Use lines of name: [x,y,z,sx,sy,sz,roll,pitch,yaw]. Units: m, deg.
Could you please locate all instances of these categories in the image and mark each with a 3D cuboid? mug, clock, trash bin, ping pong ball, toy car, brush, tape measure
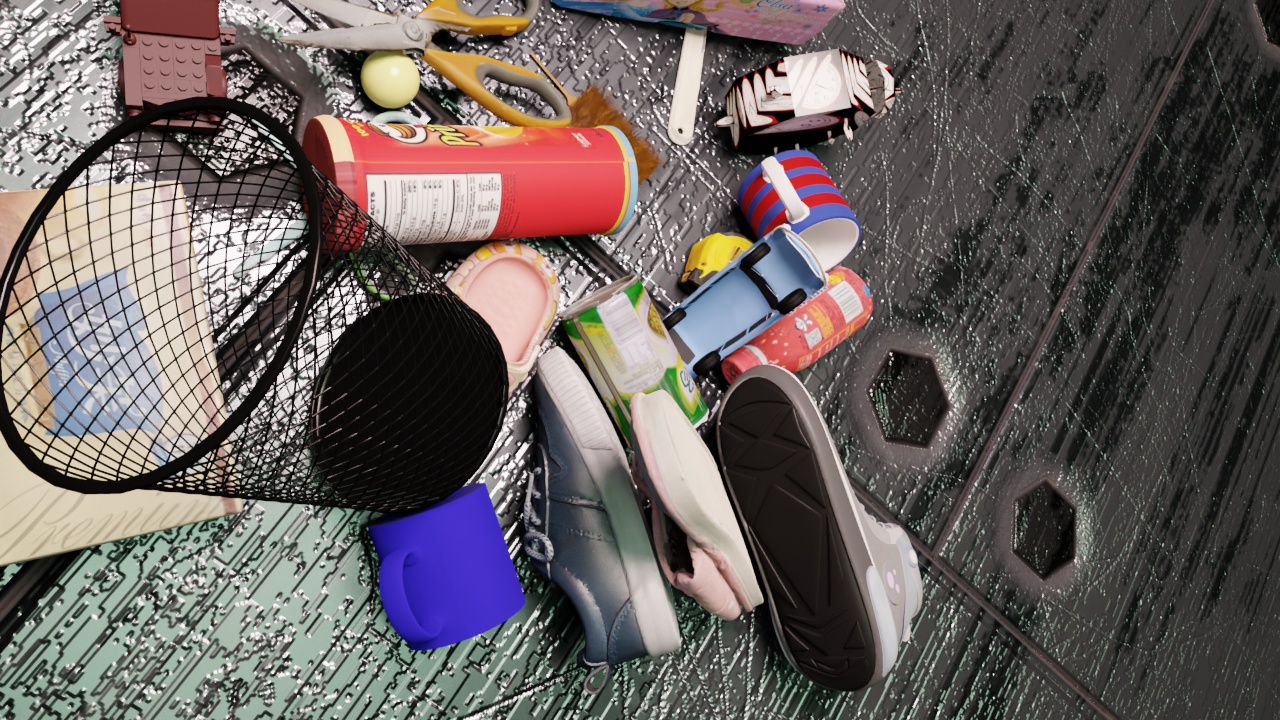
mug: [0.120,-0.124,0.730,0.075,0.112,0.076,-30,59,12]
clock: [0.147,-0.203,0.759,0.154,0.115,0.065,-11,88,-29]
trash bin: [-0.182,-0.003,0.494,0.210,0.184,0.184,41,59,-64]
ping pong ball: [-0.175,-0.197,0.642,0.040,0.040,0.040,3,82,-26]
toy car: [0.071,-0.041,0.696,0.056,0.154,0.054,51,29,-3]
toy car: [-0.296,-0.235,0.577,0.070,0.062,0.169,-3,85,-26]
brush: [0.049,-0.285,0.779,0.033,0.012,0.217,14,80,-25]
tape measure: [0.072,-0.073,0.748,0.065,0.037,0.064,35,70,-18]
mug: [-0.131,0.135,0.588,0.079,0.111,0.083,-18,92,16]
brush: [-0.037,-0.190,0.721,0.126,0.017,0.048,48,67,-13]

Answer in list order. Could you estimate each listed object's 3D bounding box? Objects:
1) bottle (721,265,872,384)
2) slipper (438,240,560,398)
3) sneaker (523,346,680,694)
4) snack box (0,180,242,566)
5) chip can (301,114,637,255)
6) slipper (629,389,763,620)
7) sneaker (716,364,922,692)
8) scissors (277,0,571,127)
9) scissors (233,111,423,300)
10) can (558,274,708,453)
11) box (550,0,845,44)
bottle: [0.125,-0.023,0.754,0.137,0.062,0.062,-33,98,-26]
slipper: [-0.116,-0.004,0.626,0.093,0.082,0.197,34,68,-17]
sneaker: [-0.044,0.109,0.647,0.087,0.089,0.235,-20,78,1]
snack box: [-0.332,0.005,0.533,0.153,0.055,0.207,-11,89,-27]
chip can: [-0.113,-0.121,0.629,0.213,0.087,0.087,-8,87,-32]
slipper: [0.032,0.106,0.622,0.054,0.274,0.114,-21,56,6]
sneaker: [0.156,0.117,0.734,0.160,0.093,0.256,-16,89,-52]
scissors: [-0.145,-0.236,0.645,0.225,0.016,0.175,13,64,-34]
scissors: [-0.209,-0.111,0.633,0.172,0.021,0.171,-45,106,-19]
can: [-0.004,0.004,0.681,0.067,0.067,0.121,-33,102,-25]
box: [0.059,-0.311,0.698,0.230,0.161,0.061,2,62,-19]
